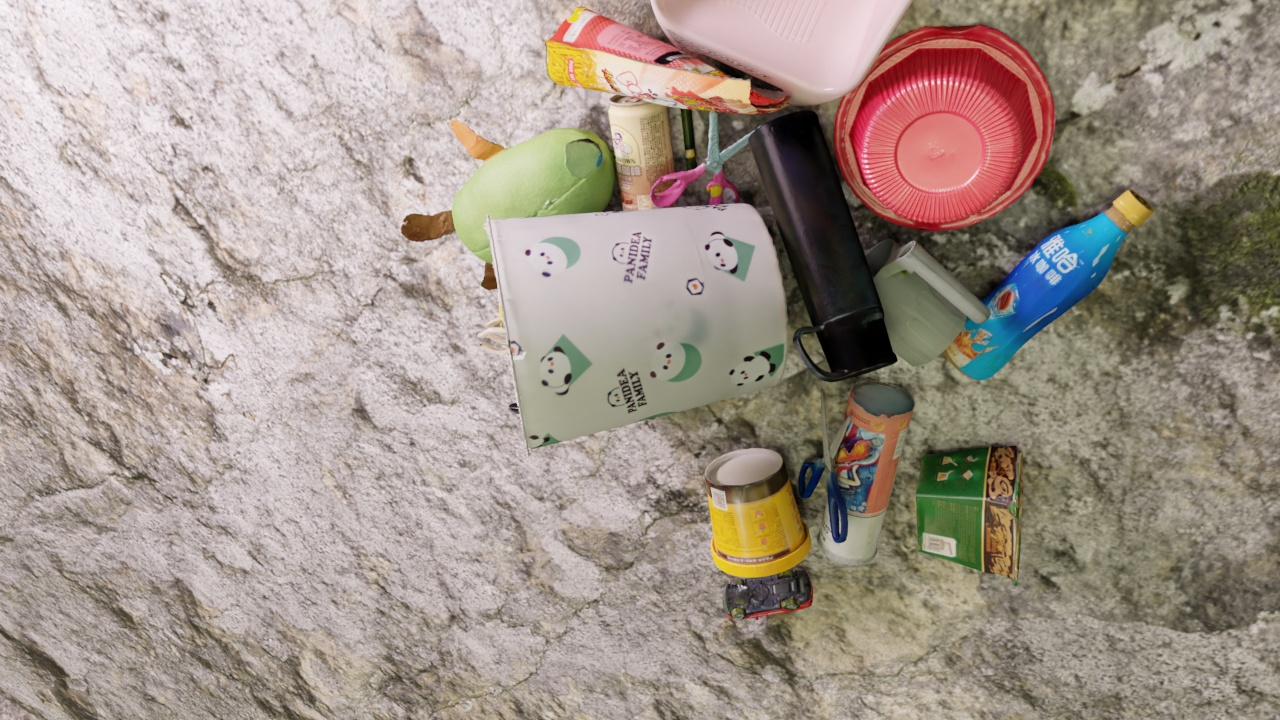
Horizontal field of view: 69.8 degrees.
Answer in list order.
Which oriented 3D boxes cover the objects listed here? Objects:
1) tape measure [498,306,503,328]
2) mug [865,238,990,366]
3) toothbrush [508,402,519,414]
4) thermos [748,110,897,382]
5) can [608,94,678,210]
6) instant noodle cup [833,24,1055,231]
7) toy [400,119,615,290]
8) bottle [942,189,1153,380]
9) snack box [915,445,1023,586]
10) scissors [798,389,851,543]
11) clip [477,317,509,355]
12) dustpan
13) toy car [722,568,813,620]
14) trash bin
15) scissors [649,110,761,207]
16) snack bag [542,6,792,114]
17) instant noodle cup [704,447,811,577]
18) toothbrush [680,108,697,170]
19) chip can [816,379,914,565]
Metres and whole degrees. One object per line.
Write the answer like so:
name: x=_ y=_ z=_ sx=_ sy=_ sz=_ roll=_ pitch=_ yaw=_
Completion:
tape measure: x=-0.137 y=-0.056 z=1.056 sx=0.057 sy=0.060 sz=0.029 roll=7 pitch=131 yaw=-19
mug: x=0.262 y=-0.059 z=0.884 sx=0.103 sy=0.083 sz=0.124 roll=39 pitch=160 yaw=-9
toothbrush: x=-0.077 y=0.061 z=1.136 sx=0.189 sy=0.014 sz=0.017 roll=-1 pitch=128 yaw=19
thermos: x=0.158 y=-0.102 z=0.838 sx=0.069 sy=0.089 sz=0.242 roll=-36 pitch=69 yaw=66
can: x=0.003 y=-0.205 z=0.912 sx=0.058 sy=0.058 sz=0.116 roll=3 pitch=121 yaw=18
instant noodle cup: x=0.268 y=-0.196 z=0.821 sx=0.194 sy=0.065 sz=0.194 roll=9 pitch=122 yaw=15
toy: x=-0.121 y=-0.161 z=0.961 sx=0.247 sy=0.089 sz=0.227 roll=-27 pitch=129 yaw=31
bottle: x=0.380 y=-0.070 z=0.860 sx=0.065 sy=0.065 sz=0.219 roll=37 pitch=125 yaw=-5
snack box: x=0.352 y=0.160 z=0.986 sx=0.106 sy=0.117 sz=0.118 roll=1 pitch=118 yaw=24
scissors: x=0.208 y=0.121 z=1.021 sx=0.012 sy=0.162 sz=0.176 roll=-2 pitch=152 yaw=-12
clip: x=-0.141 y=-0.027 z=1.094 sx=0.100 sy=0.034 sz=0.070 roll=1 pitch=121 yaw=9
dustpan: x=0.106 y=-0.298 z=0.732 sx=0.222 sy=0.273 sz=0.139 roll=26 pitch=101 yaw=6
toy car: x=0.164 y=0.304 z=1.178 sx=0.121 sy=0.052 sz=0.045 roll=-14 pitch=140 yaw=22
trash bin: x=-0.007 y=-0.043 z=0.883 sx=0.252 sy=0.229 sz=0.230 roll=-10 pitch=121 yaw=-7
scissors: x=0.064 y=-0.186 z=0.891 sx=0.133 sy=0.017 sz=0.133 roll=-18 pitch=143 yaw=-8
snack bag: x=0.023 y=-0.257 z=0.819 sx=0.208 sy=0.128 sz=0.073 roll=23 pitch=107 yaw=21
instant noodle cup: x=0.132 y=0.174 z=1.074 sx=0.119 sy=0.118 sz=0.114 roll=-6 pitch=111 yaw=23
toothbrush: x=0.038 y=-0.270 z=0.888 sx=0.017 sy=0.012 sz=0.186 roll=5 pitch=123 yaw=23
chip can: x=0.250 y=0.128 z=1.026 sx=0.071 sy=0.071 sz=0.215 roll=12 pitch=123 yaw=12
